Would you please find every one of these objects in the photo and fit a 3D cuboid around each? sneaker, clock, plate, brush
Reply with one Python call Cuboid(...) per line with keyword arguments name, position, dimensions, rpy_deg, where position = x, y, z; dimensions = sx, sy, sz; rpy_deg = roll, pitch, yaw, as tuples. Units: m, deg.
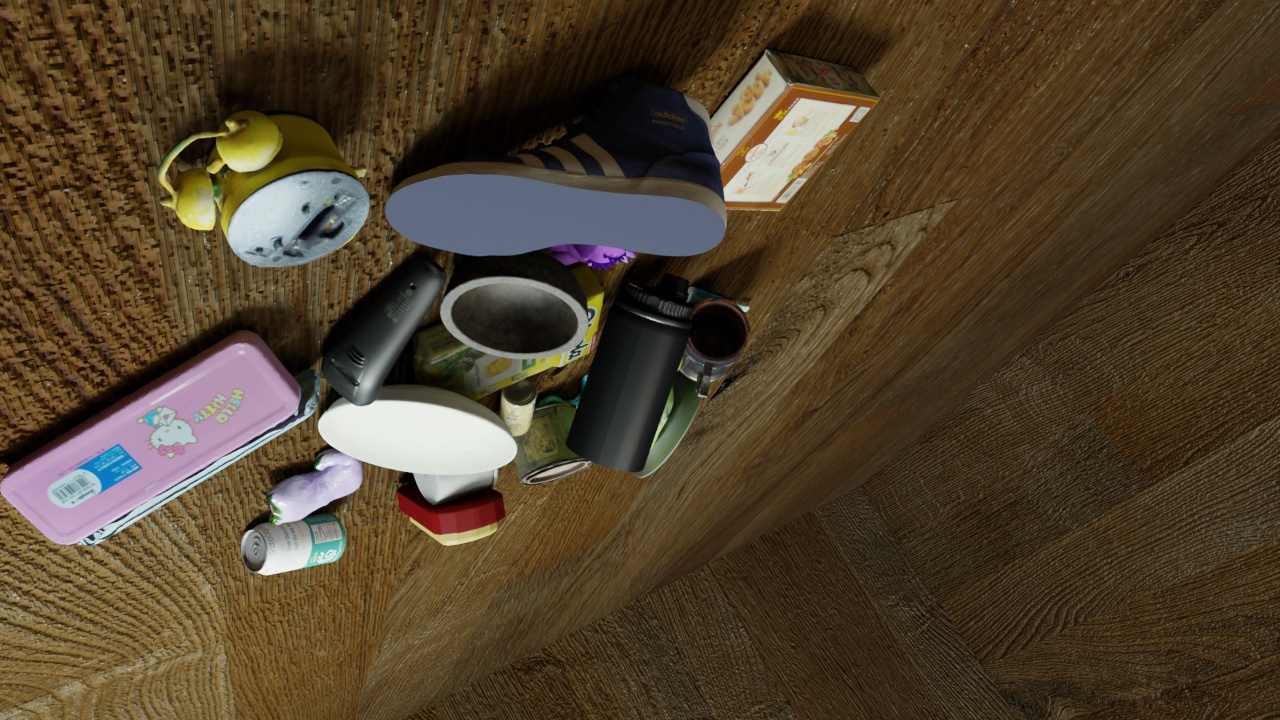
Cuboid(name="sneaker", position=(-0.055, -0.146, 0.651), dimensions=(0.233, 0.118, 0.091), rpy_deg=(2, 150, 5))
Cuboid(name="clock", position=(-0.213, -0.099, 0.525), dimensions=(0.083, 0.057, 0.118), rpy_deg=(-39, 159, 21))
Cuboid(name="plate", position=(0.033, 0.069, 1.188), dimensions=(0.179, 0.012, 0.178), rpy_deg=(-54, -165, 22))
Cuboid(name="brush", position=(-0.215, 0.168, 1.037), dimensions=(0.082, 0.042, 0.174), rpy_deg=(-12, -170, -30))
Cuboid(name="plate", position=(-0.206, 0.062, 0.864), dimensions=(0.182, 0.034, 0.183), rpy_deg=(2, 153, 1))

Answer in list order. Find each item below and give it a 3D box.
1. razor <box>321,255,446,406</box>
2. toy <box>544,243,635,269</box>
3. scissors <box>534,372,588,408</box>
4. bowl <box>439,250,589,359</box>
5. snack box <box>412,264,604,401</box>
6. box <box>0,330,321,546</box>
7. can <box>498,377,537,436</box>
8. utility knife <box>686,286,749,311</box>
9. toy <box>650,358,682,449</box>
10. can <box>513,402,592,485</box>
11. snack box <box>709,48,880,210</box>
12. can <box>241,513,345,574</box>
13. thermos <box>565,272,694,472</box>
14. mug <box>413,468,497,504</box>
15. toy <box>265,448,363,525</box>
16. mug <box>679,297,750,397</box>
Cuboid(name="razor", position=(-0.204, -0.025, 0.741), dimensions=(0.152, 0.054, 0.067), rpy_deg=(-48, -178, 21))
Cuboid(name="toy", position=(-0.037, -0.104, 0.769), dimensions=(0.106, 0.056, 0.088), rpy_deg=(-33, 164, 24))
Cuboid(name="scissors", position=(-0.072, 0.046, 1.141), dimensions=(0.118, 0.013, 0.140), rpy_deg=(-37, 157, 11))
Cuboid(name="bowl", position=(-0.102, -0.056, 0.765), dimensions=(0.121, 0.056, 0.121), rpy_deg=(2, 149, 1))
Cuboid(name="snack box", position=(-0.124, -0.015, 0.870), dimensions=(0.180, 0.045, 0.121), rpy_deg=(-24, 159, -19))
Cuboid(name="box", position=(-0.362, 0.051, 0.709), dimensions=(0.214, 0.091, 0.090), rpy_deg=(-31, 117, -1))
Cuboid(name="can", position=(-0.137, 0.052, 1.019), dimensions=(0.038, 0.038, 0.080), rpy_deg=(-23, 158, -23))
Cuboid(name="utility knife", position=(0.093, -0.067, 1.102), dimensions=(0.022, 0.015, 0.166), rpy_deg=(-39, 157, 21))
Cuboid(name="toy", position=(-0.011, 0.049, 1.097), dimensions=(0.197, 0.107, 0.150), rpy_deg=(121, -10, -68))
Cuboid(name="can", position=(-0.109, 0.101, 1.096), dimensions=(0.090, 0.074, 0.090), rpy_deg=(-17, 164, -5))
Cuboid(name="snack box", position=(0.115, -0.194, 0.799), dimensions=(0.146, 0.041, 0.144), rpy_deg=(-10, 151, -46))
Cuboid(name="can", position=(-0.375, 0.199, 0.998), dimensions=(0.055, 0.055, 0.101), rpy_deg=(-42, 158, 26))
Cuboid(name="thermos", position=(-0.006, 0.005, 0.938), dimensions=(0.086, 0.086, 0.199), rpy_deg=(4, 107, -58))
Cuboid(name="mug", position=(-0.197, 0.101, 0.981), dimensions=(0.070, 0.084, 0.113), rpy_deg=(-16, 156, -32))
Cuboid(name="toy", position=(-0.327, 0.124, 0.921), dimensions=(0.099, 0.036, 0.080), rpy_deg=(-25, 150, -31))
Cuboid(name="mug", position=(0.078, -0.006, 1.063), dimensions=(0.080, 0.115, 0.107), rpy_deg=(11, 168, -1))
